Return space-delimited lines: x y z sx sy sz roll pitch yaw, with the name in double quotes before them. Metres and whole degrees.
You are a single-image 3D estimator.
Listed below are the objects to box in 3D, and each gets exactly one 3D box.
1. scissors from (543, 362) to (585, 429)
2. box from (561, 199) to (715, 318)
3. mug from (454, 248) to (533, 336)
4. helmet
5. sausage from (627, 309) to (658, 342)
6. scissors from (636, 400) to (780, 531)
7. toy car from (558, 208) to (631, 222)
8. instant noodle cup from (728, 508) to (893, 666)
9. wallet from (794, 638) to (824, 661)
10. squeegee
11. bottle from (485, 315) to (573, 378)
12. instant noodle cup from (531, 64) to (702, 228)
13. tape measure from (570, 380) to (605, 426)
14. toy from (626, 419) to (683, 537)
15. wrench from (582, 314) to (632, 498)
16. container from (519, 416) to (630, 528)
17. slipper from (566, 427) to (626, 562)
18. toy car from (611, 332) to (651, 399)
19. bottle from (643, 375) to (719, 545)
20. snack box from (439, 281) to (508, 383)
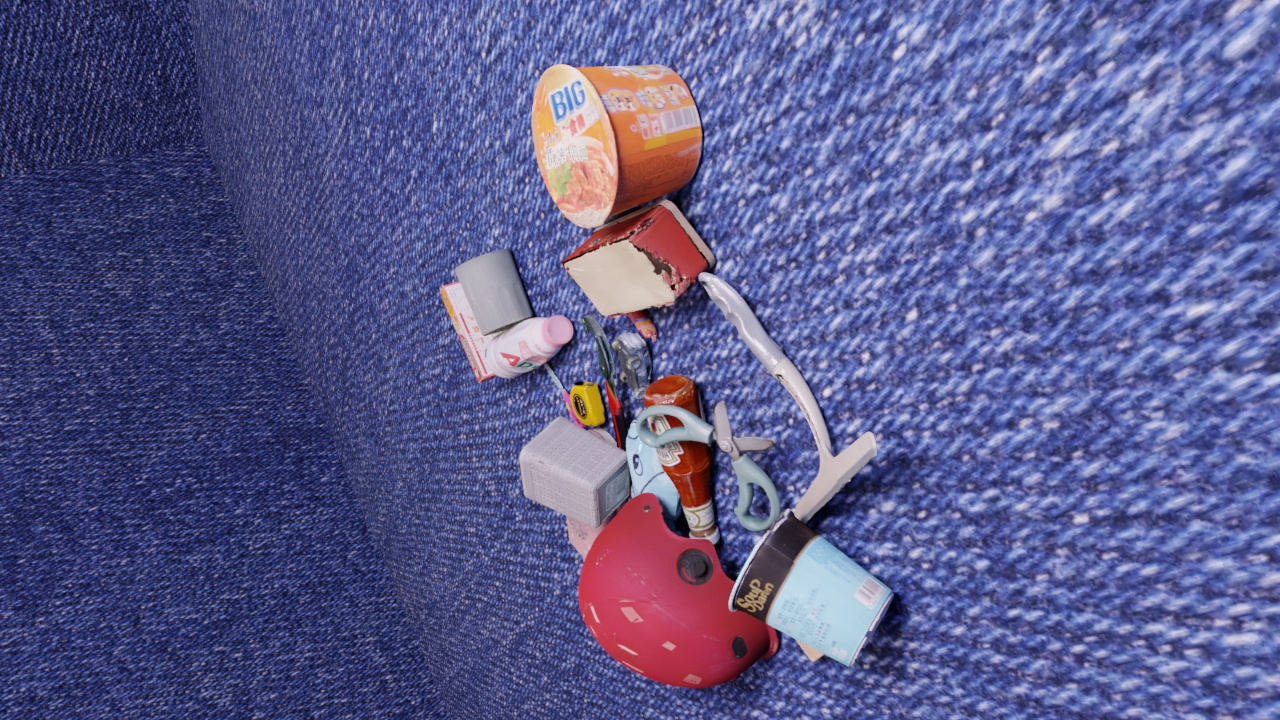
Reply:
"scissors" -0.109 0.046 1.297 0.135 0.017 0.063 52 159 37
"box" -0.010 -0.094 0.943 0.091 0.079 0.169 51 156 -16
"mug" -0.206 -0.096 1.321 0.124 0.083 0.103 150 98 -88
"helmet" 0.024 0.290 1.050 0.240 0.143 0.207 38 149 26
"sausage" -0.023 -0.078 1.063 0.156 0.020 0.020 53 147 27
"scissors" 0.074 0.106 0.933 0.174 0.019 0.170 1 125 41
"toy car" -0.053 -0.183 1.020 0.121 0.045 0.053 18 122 49
"instant noodle cup" 0.159 0.213 0.836 0.120 0.111 0.111 30 136 22
"wallet" 0.178 0.252 0.925 0.087 0.024 0.115 62 150 24
"squeegee" 0.126 0.014 0.845 0.246 0.039 0.247 61 164 19
"bottle" -0.154 -0.023 1.277 0.197 0.068 0.068 -20 90 59
"instant noodle cup" -0.019 -0.212 0.875 0.151 0.111 0.152 38 139 44
"tape measure" -0.068 0.056 1.215 0.057 0.028 0.060 4 111 58
"toy" 0.019 0.151 1.106 0.161 0.049 0.157 63 155 9
"wrench" -0.031 0.068 1.147 0.056 0.016 0.274 39 146 58
"container" -0.079 0.144 1.163 0.114 0.090 0.090 22 134 28
"slipper" -0.066 0.213 1.285 0.114 0.054 0.275 43 140 40
"toy car" -0.006 0.006 1.072 0.043 0.034 0.091 45 157 40
"bottle" 0.052 0.117 1.018 0.060 0.059 0.206 23 133 54
"snack box" -0.238 -0.050 1.390 0.155 0.076 0.027 66 152 8
